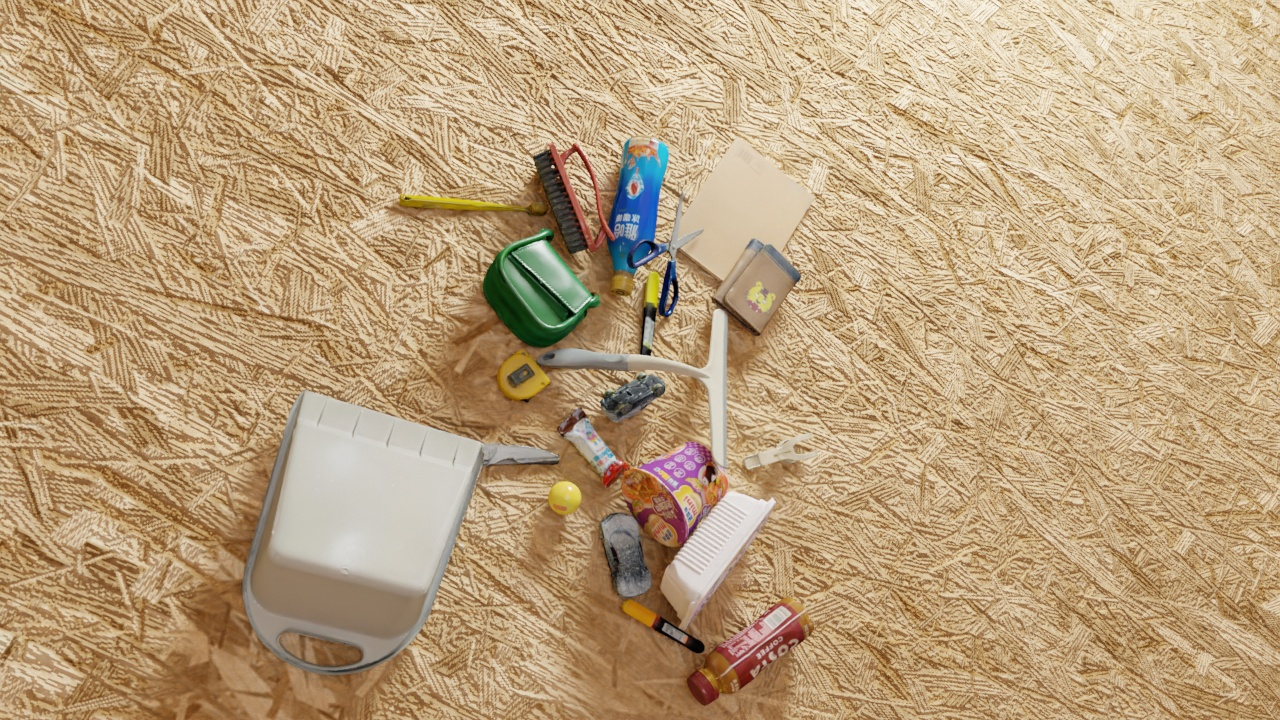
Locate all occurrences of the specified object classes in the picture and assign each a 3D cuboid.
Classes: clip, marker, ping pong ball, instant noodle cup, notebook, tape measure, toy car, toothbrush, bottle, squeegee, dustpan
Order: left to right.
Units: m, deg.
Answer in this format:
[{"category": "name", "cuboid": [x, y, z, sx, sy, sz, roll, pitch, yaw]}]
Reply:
[{"category": "dustpan", "cuboid": [-0.319, 0.201, 1.024, 0.222, 0.143, 0.257, 19, 46, -15]}, {"category": "toothbrush", "cuboid": [-0.210, -0.199, 1.170, 0.190, 0.017, 0.015, 1, 76, -22]}, {"category": "tape measure", "cuboid": [-0.148, 0.021, 1.136, 0.057, 0.029, 0.060, -40, 93, -24]}, {"category": "ping pong ball", "cuboid": [-0.092, 0.167, 1.116, 0.040, 0.040, 0.040, 5, 75, -21]}, {"category": "toy car", "cuboid": [-0.018, 0.239, 1.134, 0.048, 0.031, 0.105, -13, 81, -25]}, {"category": "toy car", "cuboid": [-0.009, 0.048, 1.179, 0.090, 0.043, 0.034, -29, 129, -26]}, {"category": "bottle", "cuboid": [-0.008, -0.191, 1.222, 0.065, 0.065, 0.218, 15, 72, -18]}, {"category": "squeegee", "cuboid": [-0.007, 0.007, 1.157, 0.246, 0.039, 0.245, 8, 53, -4]}, {"category": "marker", "cuboid": [0.011, -0.058, 1.227, 0.018, 0.015, 0.124, 12, 76, -26]}, {"category": "marker", "cuboid": [0.029, 0.332, 1.141, 0.124, 0.015, 0.018, 34, 69, -14]}, {"category": "instant noodle cup", "cuboid": [0.049, 0.159, 1.143, 0.099, 0.112, 0.111, -33, 91, -32]}, {"category": "instant noodle cup", "cuboid": [0.088, 0.238, 1.132, 0.060, 0.138, 0.173, 38, 65, 15]}, {"category": "notebook", "cuboid": [0.148, -0.205, 1.318, 0.149, 0.012, 0.211, 37, 67, -9]}, {"category": "bottle", "cuboid": [0.137, 0.366, 1.151, 0.174, 0.058, 0.057, -28, 89, -25]}, {"category": "clip", "cuboid": [0.191, 0.124, 1.239, 0.100, 0.076, 0.035, -10, 81, -24]}]

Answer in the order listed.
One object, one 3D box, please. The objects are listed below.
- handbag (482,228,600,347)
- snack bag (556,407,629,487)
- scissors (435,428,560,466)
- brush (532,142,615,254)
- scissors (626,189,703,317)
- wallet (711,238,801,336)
[{"category": "handbag", "cuboid": [-0.124, -0.090, 1.156, 0.120, 0.068, 0.131, -38, 92, -34]}, {"category": "snack bag", "cuboid": [-0.058, 0.111, 1.151, 0.045, 0.026, 0.105, -41, 92, -22]}, {"category": "scissors", "cuboid": [-0.201, 0.128, 1.097, 0.210, 0.015, 0.176, 38, 65, -9]}, {"category": "brush", "cuboid": [-0.084, -0.209, 1.189, 0.069, 0.063, 0.145, -21, 82, -1]}, {"category": "scissors", "cuboid": [0.036, -0.142, 1.219, 0.162, 0.012, 0.176, -4, 102, -52]}, {"category": "wallet", "cuboid": [0.161, -0.103, 1.276, 0.090, 0.033, 0.115, 40, 71, -8]}]
